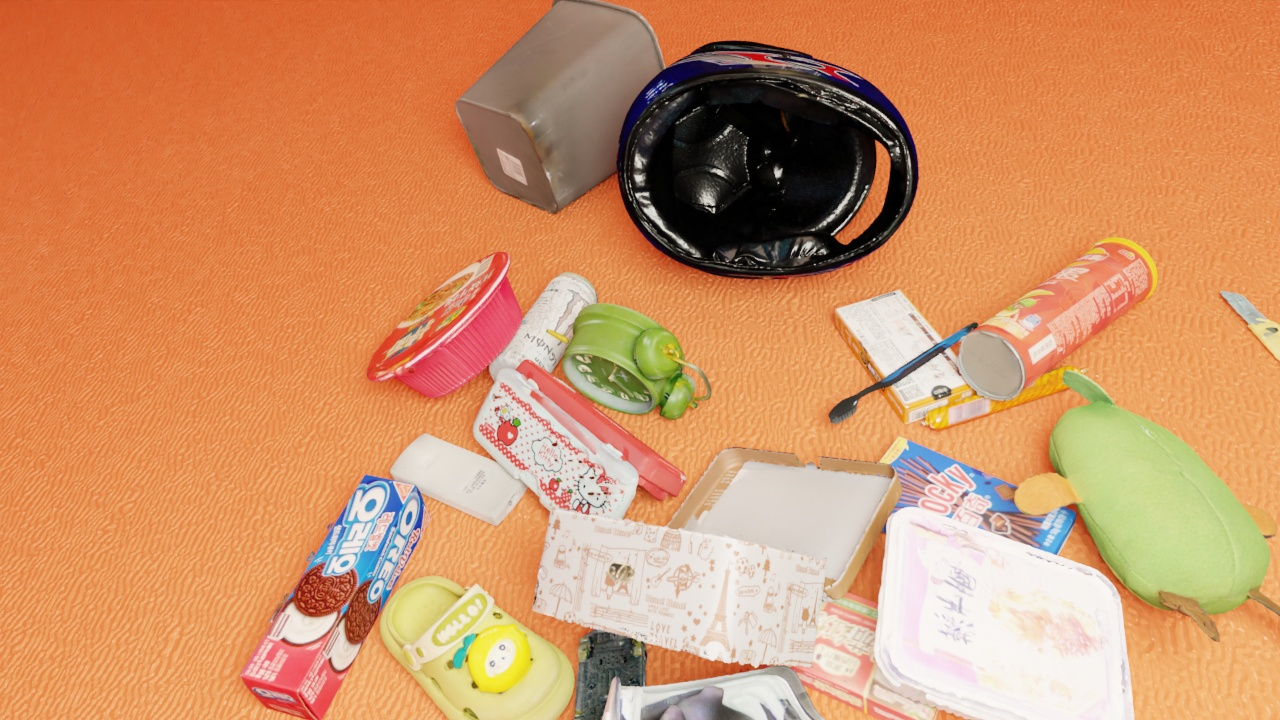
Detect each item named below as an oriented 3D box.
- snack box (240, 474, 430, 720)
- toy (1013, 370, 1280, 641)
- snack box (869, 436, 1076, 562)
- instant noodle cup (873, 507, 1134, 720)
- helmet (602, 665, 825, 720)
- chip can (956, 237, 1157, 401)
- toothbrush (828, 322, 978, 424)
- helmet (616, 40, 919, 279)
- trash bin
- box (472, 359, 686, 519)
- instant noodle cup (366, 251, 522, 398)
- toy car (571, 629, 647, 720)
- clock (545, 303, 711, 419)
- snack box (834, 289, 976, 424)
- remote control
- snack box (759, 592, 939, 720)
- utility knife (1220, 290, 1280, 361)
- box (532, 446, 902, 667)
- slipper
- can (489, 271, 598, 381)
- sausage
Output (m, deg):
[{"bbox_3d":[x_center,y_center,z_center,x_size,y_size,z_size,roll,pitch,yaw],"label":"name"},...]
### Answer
[{"bbox_3d":[-0.252,0.194,0.782,0.058,0.057,0.206,7,46,16],"label":"snack box"},{"bbox_3d":[0.386,0.116,0.686,0.227,0.090,0.246,10,37,-15],"label":"toy"},{"bbox_3d":[0.261,0.126,0.753,0.157,0.026,0.084,25,54,33],"label":"snack box"},{"bbox_3d":[0.239,0.192,0.634,0.173,0.060,0.137,18,50,1],"label":"instant noodle cup"},{"bbox_3d":[0.078,0.289,0.513,0.259,0.228,0.146,24,96,39],"label":"helmet"},{"bbox_3d":[0.388,-0.040,0.848,0.216,0.073,0.073,-30,45,-27],"label":"chip can"},{"bbox_3d":[0.247,0.010,0.852,0.189,0.016,0.014,-29,37,-20],"label":"toothbrush"},{"bbox_3d":[0.136,-0.211,0.982,0.316,0.247,0.239,7,21,16],"label":"helmet"},{"bbox_3d":[-0.099,-0.327,1.205,0.199,0.199,0.219,27,63,36],"label":"trash bin"},{"bbox_3d":[-0.067,0.086,0.844,0.201,0.095,0.101,35,87,37],"label":"box"},{"bbox_3d":[-0.191,-0.028,0.954,0.194,0.066,0.193,-34,24,17],"label":"instant noodle cup"},{"bbox_3d":[-0.021,0.251,0.684,0.054,0.037,0.120,-9,33,5],"label":"toy car"},{"bbox_3d":[-0.005,0.005,0.881,0.161,0.116,0.056,11,59,28],"label":"clock"},{"bbox_3d":[0.256,-0.008,0.896,0.075,0.026,0.153,-17,43,-6],"label":"snack box"},{"bbox_3d":[-0.174,0.112,0.876,0.135,0.019,0.056,17,51,27],"label":"remote control"},{"bbox_3d":[0.153,0.214,0.688,0.153,0.025,0.075,17,50,28],"label":"snack box"},{"bbox_3d":[0.584,-0.001,0.824,0.031,0.020,0.195,-7,38,-3],"label":"utility knife"},{"bbox_3d":[0.066,0.147,0.699,0.179,0.130,0.271,2,13,41],"label":"box"},{"bbox_3d":[-0.140,0.220,0.713,0.191,0.082,0.091,23,56,35],"label":"slipper"},{"bbox_3d":[-0.101,-0.028,0.977,0.058,0.058,0.146,12,48,24],"label":"can"},{"bbox_3d":[0.332,0.034,0.837,0.165,0.021,0.021,-17,43,-5],"label":"sausage"}]
